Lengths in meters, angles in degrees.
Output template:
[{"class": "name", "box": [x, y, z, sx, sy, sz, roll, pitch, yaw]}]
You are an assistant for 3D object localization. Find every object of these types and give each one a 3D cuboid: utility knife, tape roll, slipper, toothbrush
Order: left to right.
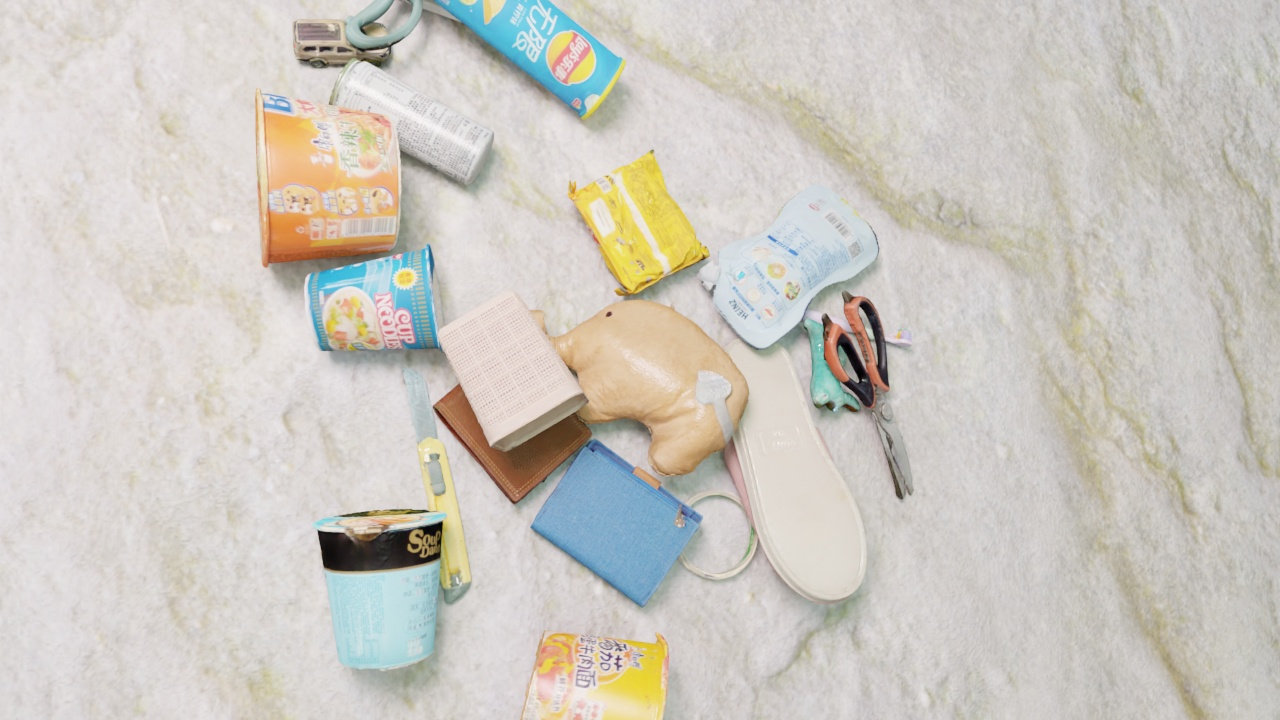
[{"class": "utility knife", "box": [-0.188, 0.112, 0.843, 0.031, 0.022, 0.219, -11, 79, -22]}, {"class": "tape roll", "box": [0.073, 0.170, 0.897, 0.085, 0.014, 0.085, 2, 81, -14]}, {"class": "slipper", "box": [0.140, 0.105, 0.902, 0.114, 0.055, 0.274, -13, 73, -19]}, {"class": "toothbrush", "box": [0.196, -0.044, 0.961, 0.189, 0.029, 0.021, 14, 115, -11]}]

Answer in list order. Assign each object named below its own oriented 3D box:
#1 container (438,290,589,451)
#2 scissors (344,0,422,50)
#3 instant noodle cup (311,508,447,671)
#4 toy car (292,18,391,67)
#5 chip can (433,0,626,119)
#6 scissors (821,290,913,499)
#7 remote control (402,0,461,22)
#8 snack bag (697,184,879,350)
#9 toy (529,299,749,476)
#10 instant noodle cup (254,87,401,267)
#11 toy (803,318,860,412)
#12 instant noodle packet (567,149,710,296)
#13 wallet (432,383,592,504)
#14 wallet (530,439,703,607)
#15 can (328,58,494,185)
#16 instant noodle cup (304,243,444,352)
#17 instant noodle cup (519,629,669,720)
[{"class": "container", "box": [-0.113, 0.008, 0.802, 0.090, 0.090, 0.111, -31, 82, -3]}, {"class": "scissors", "box": [-0.261, -0.363, 0.871, 0.170, 0.019, 0.179, 1, 69, -17]}, {"class": "instant noodle cup", "box": [-0.218, 0.193, 0.777, 0.111, 0.111, 0.120, -2, 88, -15]}, {"class": "toy car", "box": [-0.284, -0.305, 0.874, 0.090, 0.035, 0.042, -4, 83, -17]}, {"class": "chip can", "box": [-0.117, -0.324, 0.879, 0.210, 0.071, 0.071, 34, 74, -19]}, {"class": "scissors", "box": [0.233, 0.043, 0.932, 0.192, 0.015, 0.206, 21, 72, -35]}, {"class": "remote control", "box": [-0.169, -0.366, 0.920, 0.150, 0.021, 0.058, 17, 77, -10]}, {"class": "snack bag", "box": [0.151, -0.099, 0.940, 0.190, 0.039, 0.110, -37, 87, -20]}, {"class": "toy", "box": [-0.005, 0.005, 0.868, 0.226, 0.083, 0.143, 34, 70, 9]}, {"class": "instant noodle cup", "box": [-0.274, -0.155, 0.800, 0.111, 0.152, 0.151, -2, 81, -23]}, {"class": "toy", "box": [0.195, 0.013, 0.940, 0.096, 0.030, 0.091, 30, 58, -34]}, {"class": "instant noodle packet", "box": [-0.005, -0.137, 0.912, 0.110, 0.044, 0.128, -29, 91, -22]}, {"class": "wallet", "box": [-0.119, 0.057, 0.860, 0.101, 0.032, 0.124, -41, 93, -20]}, {"class": "wallet", "box": [-0.021, 0.150, 0.862, 0.133, 0.040, 0.106, 35, 79, 0]}, {"class": "can", "box": [-0.214, -0.224, 0.866, 0.146, 0.058, 0.058, 27, 75, -8]}, {"class": "instant noodle cup", "box": [-0.236, -0.049, 0.819, 0.110, 0.099, 0.099, -8, 83, -8]}, {"class": "instant noodle cup", "box": [-0.045, 0.298, 0.790, 0.110, 0.138, 0.138, 15, 77, -3]}]
